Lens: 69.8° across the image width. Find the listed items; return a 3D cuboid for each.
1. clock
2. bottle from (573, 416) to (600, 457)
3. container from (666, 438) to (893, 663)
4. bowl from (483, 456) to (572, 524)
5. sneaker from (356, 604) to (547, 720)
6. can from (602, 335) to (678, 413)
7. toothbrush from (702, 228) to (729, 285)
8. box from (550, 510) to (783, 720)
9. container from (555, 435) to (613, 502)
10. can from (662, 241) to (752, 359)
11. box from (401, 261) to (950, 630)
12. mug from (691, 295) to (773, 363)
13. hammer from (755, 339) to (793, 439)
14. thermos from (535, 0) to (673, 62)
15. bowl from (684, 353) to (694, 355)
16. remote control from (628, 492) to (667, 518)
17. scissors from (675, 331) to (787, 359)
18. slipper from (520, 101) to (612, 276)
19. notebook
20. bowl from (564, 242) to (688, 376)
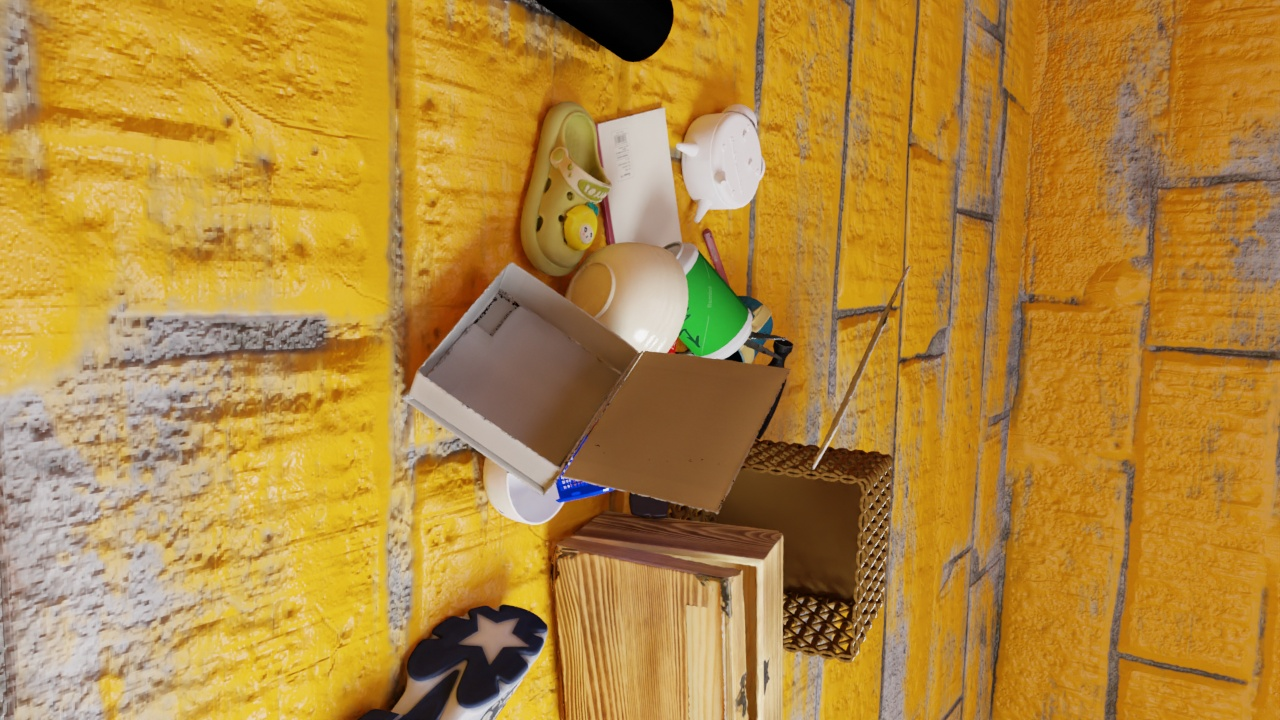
[{"bbox_3d":[0.117,-0.267,1.224,0.160,0.073,0.125,-45,129,-42],"label":"clock"},{"bbox_3d":[-0.083,0.034,0.991,0.062,0.062,0.177,-41,127,-44],"label":"bottle"},{"bbox_3d":[0.181,0.229,1.195,0.213,0.252,0.219,-7,100,-67],"label":"container"},{"bbox_3d":[-0.122,0.115,0.955,0.104,0.054,0.105,-6,98,-55],"label":"bowl"},{"bbox_3d":[-0.185,0.355,0.882,0.268,0.103,0.133,-42,142,-44],"label":"sneaker"},{"bbox_3d":[-0.007,0.006,1.055,0.086,0.087,0.116,23,76,-54],"label":"can"},{"bbox_3d":[0.125,-0.108,1.305,0.016,0.016,0.190,-56,136,-33],"label":"toothbrush"},{"bbox_3d":[0.027,0.330,1.038,0.167,0.245,0.279,-24,114,-61],"label":"box"},{"bbox_3d":[-0.032,0.101,0.945,0.114,0.096,0.058,-12,85,-42],"label":"container"},{"bbox_3d":[0.067,-0.071,1.116,0.140,0.088,0.087,47,55,-23],"label":"can"},{"bbox_3d":[0.027,0.069,0.829,0.166,0.479,0.119,-57,161,-33],"label":"box"},{"bbox_3d":[0.136,-0.036,1.251,0.083,0.114,0.107,47,47,-3],"label":"mug"},{"bbox_3d":[0.113,0.069,1.178,0.304,0.040,0.132,-26,136,-55],"label":"hammer"},{"bbox_3d":[-0.054,-0.389,0.952,0.198,0.086,0.086,12,85,-55],"label":"thermos"},{"bbox_3d":[0.037,0.048,1.164,0.117,0.061,0.117,-11,103,-55],"label":"bowl"},{"bbox_3d":[0.006,0.138,1.116,0.009,0.046,0.124,111,-19,-45],"label":"remote control"},{"bbox_3d":[0.098,-0.033,1.184,0.154,0.163,0.013,-35,167,-11],"label":"scissors"},{"bbox_3d":[-0.066,-0.182,0.972,0.091,0.082,0.190,18,78,-57],"label":"slipper"},{"bbox_3d":[0.000,-0.193,1.122,0.152,0.012,0.209,-30,118,-48],"label":"notebook"},{"bbox_3d":[-0.030,-0.064,0.986,0.075,0.151,0.150,22,77,-46],"label":"bowl"}]
